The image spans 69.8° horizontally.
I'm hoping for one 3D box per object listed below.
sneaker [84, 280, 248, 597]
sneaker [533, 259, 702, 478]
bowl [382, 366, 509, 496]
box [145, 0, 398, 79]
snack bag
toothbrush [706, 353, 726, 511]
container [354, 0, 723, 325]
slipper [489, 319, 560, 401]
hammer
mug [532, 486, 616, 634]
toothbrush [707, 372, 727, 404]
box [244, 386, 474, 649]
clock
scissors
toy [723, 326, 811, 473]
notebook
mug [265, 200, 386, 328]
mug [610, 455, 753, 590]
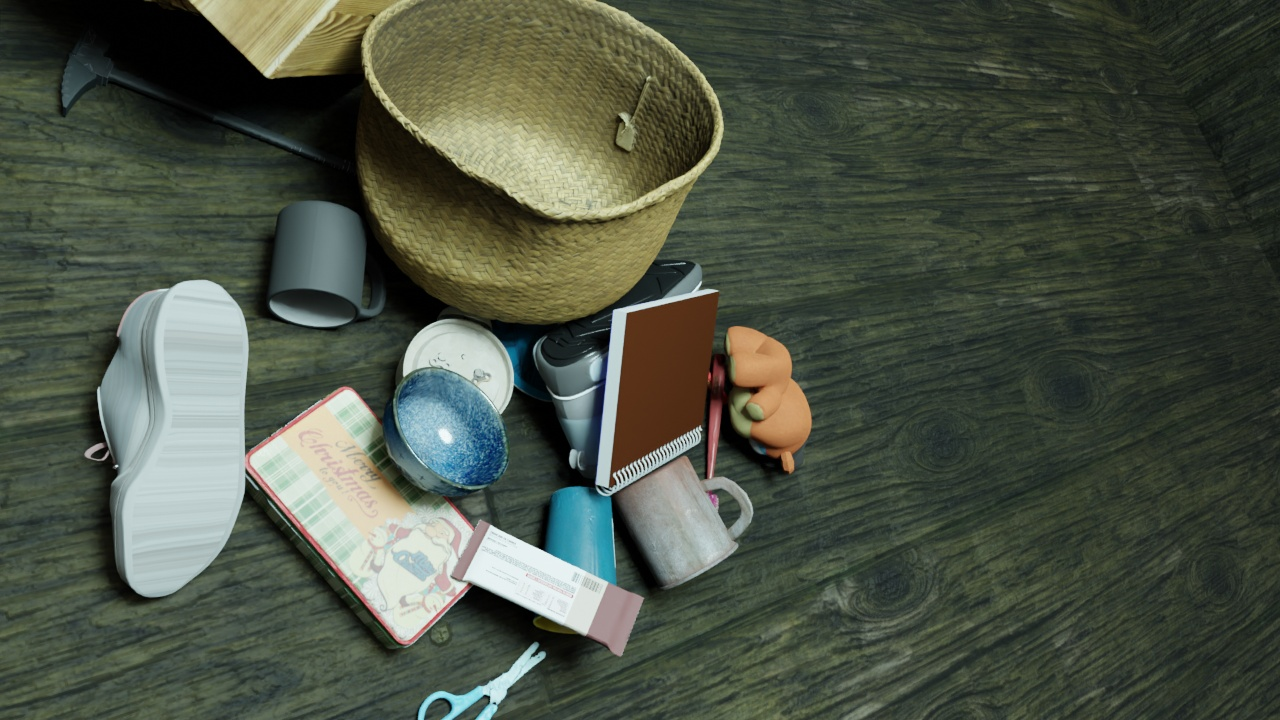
[{"bbox_3d":[-0.368,0.056,0.703,0.099,0.090,0.236,12,82,-53],"label":"sneaker"},{"bbox_3d":[-0.006,0.004,0.947,0.255,0.093,0.160,-43,131,-48],"label":"sneaker"},{"bbox_3d":[-0.173,0.068,0.770,0.114,0.061,0.114,35,35,-30],"label":"bowl"},{"bbox_3d":[-0.328,-0.416,0.764,0.336,0.286,0.278,44,13,-14],"label":"box"},{"bbox_3d":[-0.078,0.193,0.781,0.158,0.013,0.056,25,56,-2],"label":"snack bag"},{"bbox_3d":[0.083,0.080,1.012,0.016,0.017,0.189,16,66,-22],"label":"toothbrush"},{"bbox_3d":[-0.100,-0.185,0.852,0.306,0.197,0.306,11,53,-14],"label":"container"},{"bbox_3d":[-0.114,-0.102,0.949,0.118,0.060,0.294,3,67,-29],"label":"slipper"},{"bbox_3d":[-0.357,-0.208,0.862,0.324,0.015,0.094,19,60,-26],"label":"hammer"},{"bbox_3d":[-0.057,0.183,0.849,0.078,0.078,0.121,17,56,-27],"label":"mug"},{"bbox_3d":[0.031,-0.033,1.042,0.017,0.012,0.212,-39,93,-39],"label":"toothbrush"},{"bbox_3d":[-0.228,0.132,0.772,0.205,0.051,0.117,51,50,-3],"label":"box"},{"bbox_3d":[-0.174,0.000,0.861,0.103,0.061,0.156,19,67,-25],"label":"clock"},{"bbox_3d":[-0.136,0.284,0.792,0.076,0.015,0.141,48,45,-4],"label":"scissors"},{"bbox_3d":[0.142,0.047,1.014,0.176,0.096,0.112,54,16,-22],"label":"toy"},{"bbox_3d":[0.021,0.024,0.901,0.208,0.022,0.172,-19,118,-61],"label":"notebook"},{"bbox_3d":[-0.276,-0.079,0.826,0.113,0.078,0.087,31,50,-52],"label":"mug"},{"bbox_3d":[0.046,0.151,0.903,0.110,0.123,0.096,60,9,0],"label":"mug"}]
